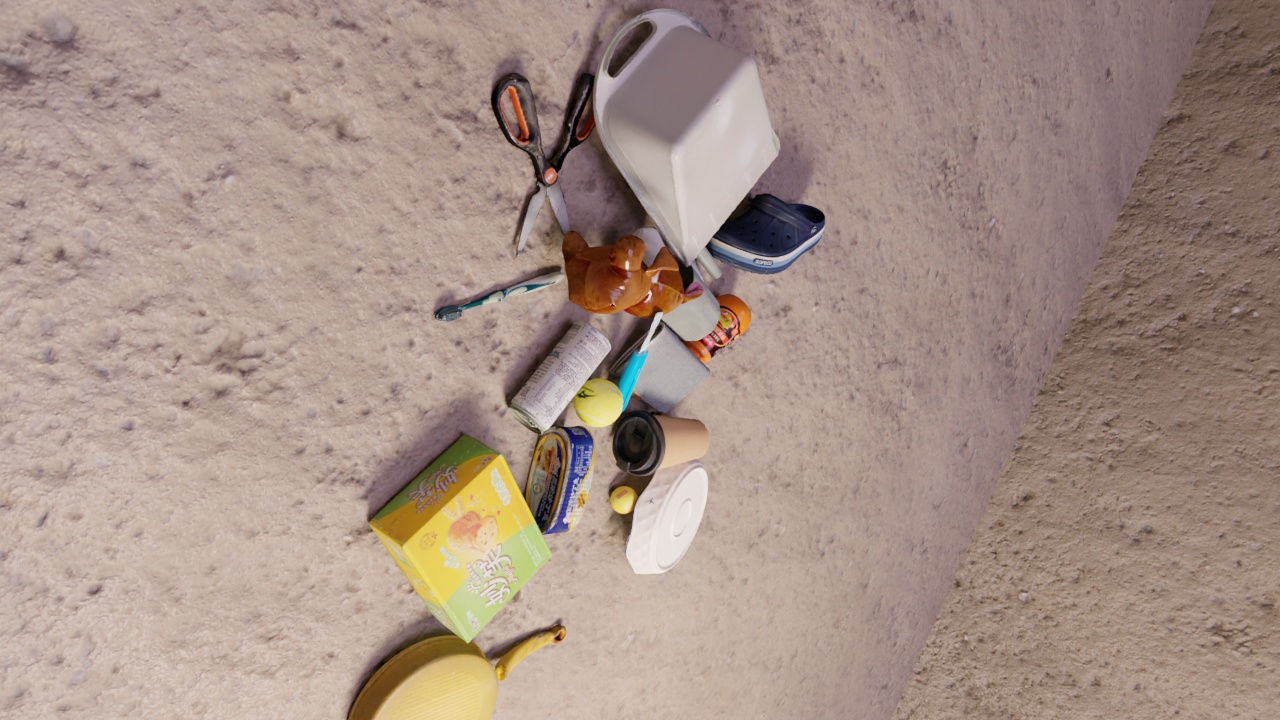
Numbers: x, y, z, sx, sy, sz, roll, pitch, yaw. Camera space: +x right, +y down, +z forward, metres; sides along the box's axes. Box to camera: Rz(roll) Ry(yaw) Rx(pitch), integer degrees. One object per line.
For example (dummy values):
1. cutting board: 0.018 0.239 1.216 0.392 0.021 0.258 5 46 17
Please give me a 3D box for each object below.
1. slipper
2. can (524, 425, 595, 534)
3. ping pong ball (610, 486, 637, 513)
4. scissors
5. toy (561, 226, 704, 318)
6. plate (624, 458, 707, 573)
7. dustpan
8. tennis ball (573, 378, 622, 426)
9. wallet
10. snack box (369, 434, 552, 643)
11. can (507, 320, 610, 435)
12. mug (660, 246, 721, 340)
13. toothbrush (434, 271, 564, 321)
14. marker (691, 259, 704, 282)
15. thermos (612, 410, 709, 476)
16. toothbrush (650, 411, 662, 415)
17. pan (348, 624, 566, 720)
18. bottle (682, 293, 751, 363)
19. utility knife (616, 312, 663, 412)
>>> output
1. slipper: 0.201 -0.200 1.364 0.252 0.105 0.095 -25 133 -44
2. can: -0.107 0.157 1.204 0.049 0.075 0.148 4 104 -47
3. ping pong ball: -0.024 0.205 1.353 0.040 0.040 0.040 -26 126 -41
4. scissors: -0.102 -0.235 1.053 0.232 0.022 0.221 -56 141 -15
5. toy: -0.011 -0.109 1.134 0.199 0.140 0.130 19 85 -56
6. plate: 0.047 0.238 1.418 0.204 0.046 0.205 -44 144 -46
7. dustpan: 0.050 -0.292 1.139 0.222 0.143 0.258 -51 156 -15
8. tennis ball: -0.056 0.056 1.219 0.065 0.065 0.065 -26 126 -41
9. wallet: 0.025 0.014 1.303 0.106 0.037 0.129 -41 134 7
10. snack box: -0.210 0.217 1.113 0.157 0.070 0.210 -44 137 -27
11. can: -0.101 0.020 1.154 0.146 0.058 0.058 -53 140 -18
12. mug: 0.066 -0.101 1.273 0.123 0.084 0.103 -61 143 -11
13. toothbrush: -0.158 -0.075 1.070 0.191 0.018 0.016 -24 125 -41
14. marker: 0.076 -0.134 1.319 0.022 0.018 0.131 -36 135 -9
15. thermos: 0.032 0.118 1.329 0.143 0.093 0.093 2 107 -47
16. toothbrush: 0.063 0.024 1.391 0.185 0.012 0.017 -55 130 -15
17. pan: -0.224 0.431 1.227 0.356 0.078 0.198 -7 116 -41
18. bottle: 0.100 -0.033 1.370 0.149 0.067 0.067 -46 138 -15
19. utility knife: -0.007 0.007 1.211 0.034 0.018 0.224 -32 158 -37
